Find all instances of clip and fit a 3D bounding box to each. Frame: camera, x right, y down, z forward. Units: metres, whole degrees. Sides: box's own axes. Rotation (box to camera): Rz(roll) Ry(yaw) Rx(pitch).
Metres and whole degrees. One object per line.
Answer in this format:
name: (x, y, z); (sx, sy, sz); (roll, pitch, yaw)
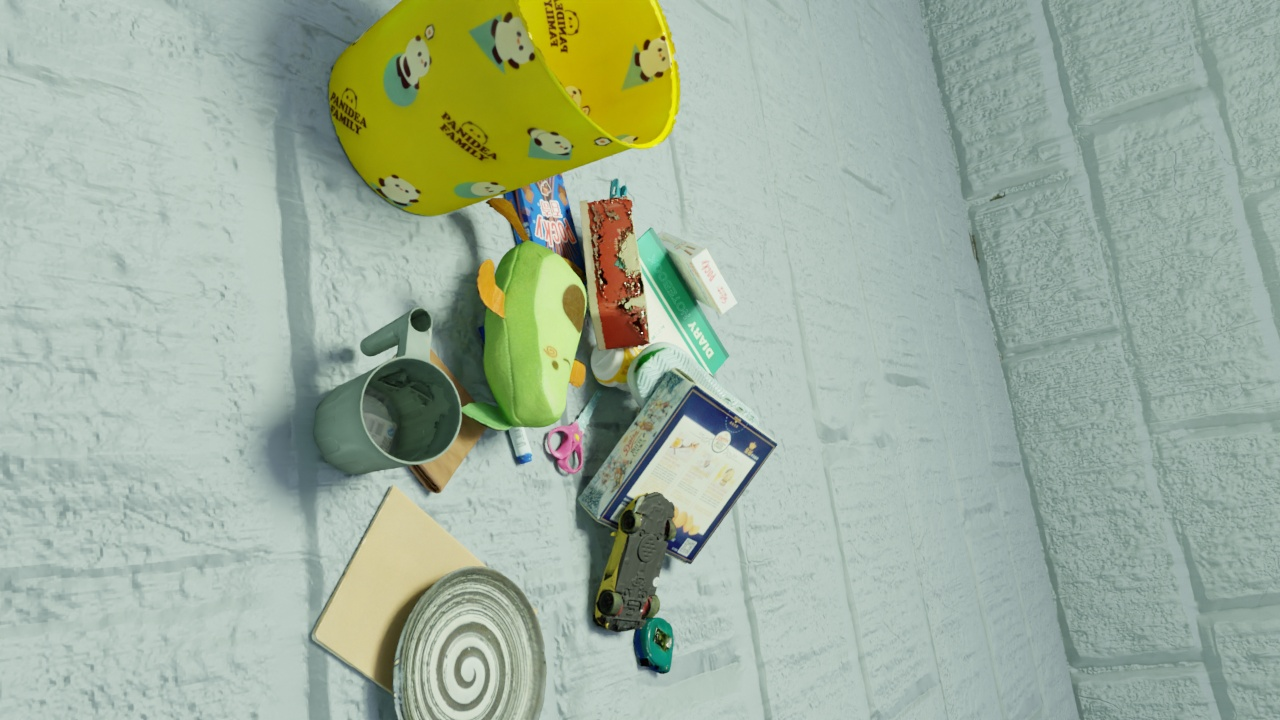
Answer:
clip: (-0.029, -0.209, 1.187); (0.043, 0.014, 0.056); (34, 52, -44)

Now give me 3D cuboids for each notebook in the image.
notebook: (-0.176, 0.228, 0.799); (0.207, 0.008, 0.147); (51, 40, -31)
notebook: (0.023, -0.041, 1.154); (0.150, 0.012, 0.209); (-47, 116, -32)

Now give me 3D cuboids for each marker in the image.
marker: (-0.136, 0.034, 0.929); (0.016, 0.017, 0.146); (-18, 91, -56)

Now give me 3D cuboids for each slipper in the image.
slipper: (0.054, 0.054, 1.087); (0.104, 0.074, 0.245); (-48, 135, -3)

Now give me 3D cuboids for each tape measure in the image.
tape measure: (0.018, 0.317, 1.028); (0.054, 0.025, 0.058); (41, 45, -40)

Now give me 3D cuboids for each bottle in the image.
bottle: (-0.006, 0.006, 1.080); (0.108, 0.063, 0.063); (16, 64, -46)

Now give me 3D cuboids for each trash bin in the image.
trash bin: (-0.131, -0.259, 0.840); (0.229, 0.256, 0.229); (27, 56, -47)

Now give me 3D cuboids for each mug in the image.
mug: (-0.204, 0.028, 0.738); (0.083, 0.104, 0.123); (15, 69, -37)

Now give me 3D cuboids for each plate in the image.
plate: (-0.148, 0.270, 0.794); (0.179, 0.024, 0.179); (28, 55, -49)

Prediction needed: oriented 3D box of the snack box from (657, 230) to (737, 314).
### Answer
snack box: (0.065, -0.116, 1.184); (0.027, 0.157, 0.085); (-36, 114, -7)

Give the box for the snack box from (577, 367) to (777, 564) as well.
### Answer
snack box: (0.047, 0.125, 1.037); (0.178, 0.046, 0.182); (36, 90, -43)

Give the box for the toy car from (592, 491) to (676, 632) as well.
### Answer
toy car: (-0.005, 0.215, 0.982); (0.071, 0.041, 0.155); (19, 84, -42)

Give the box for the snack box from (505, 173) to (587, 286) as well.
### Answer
snack box: (-0.109, -0.157, 1.036); (0.084, 0.026, 0.157); (-10, 85, -57)

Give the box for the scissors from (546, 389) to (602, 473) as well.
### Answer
scissors: (-0.066, 0.072, 1.019); (0.057, 0.017, 0.133); (54, 35, -18)

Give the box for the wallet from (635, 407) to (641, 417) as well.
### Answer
wallet: (0.030, 0.116, 1.124); (0.115, 0.024, 0.087); (45, 52, -33)

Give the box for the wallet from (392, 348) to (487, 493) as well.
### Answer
wallet: (-0.195, 0.048, 0.838); (0.115, 0.020, 0.101); (55, 37, -22)

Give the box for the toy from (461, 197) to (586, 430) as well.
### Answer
toy: (-0.104, -0.037, 0.908); (0.227, 0.090, 0.246); (47, 37, -51)

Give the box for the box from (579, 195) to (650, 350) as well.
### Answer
box: (-0.022, -0.102, 1.033); (0.091, 0.076, 0.168); (83, -1, -56)
